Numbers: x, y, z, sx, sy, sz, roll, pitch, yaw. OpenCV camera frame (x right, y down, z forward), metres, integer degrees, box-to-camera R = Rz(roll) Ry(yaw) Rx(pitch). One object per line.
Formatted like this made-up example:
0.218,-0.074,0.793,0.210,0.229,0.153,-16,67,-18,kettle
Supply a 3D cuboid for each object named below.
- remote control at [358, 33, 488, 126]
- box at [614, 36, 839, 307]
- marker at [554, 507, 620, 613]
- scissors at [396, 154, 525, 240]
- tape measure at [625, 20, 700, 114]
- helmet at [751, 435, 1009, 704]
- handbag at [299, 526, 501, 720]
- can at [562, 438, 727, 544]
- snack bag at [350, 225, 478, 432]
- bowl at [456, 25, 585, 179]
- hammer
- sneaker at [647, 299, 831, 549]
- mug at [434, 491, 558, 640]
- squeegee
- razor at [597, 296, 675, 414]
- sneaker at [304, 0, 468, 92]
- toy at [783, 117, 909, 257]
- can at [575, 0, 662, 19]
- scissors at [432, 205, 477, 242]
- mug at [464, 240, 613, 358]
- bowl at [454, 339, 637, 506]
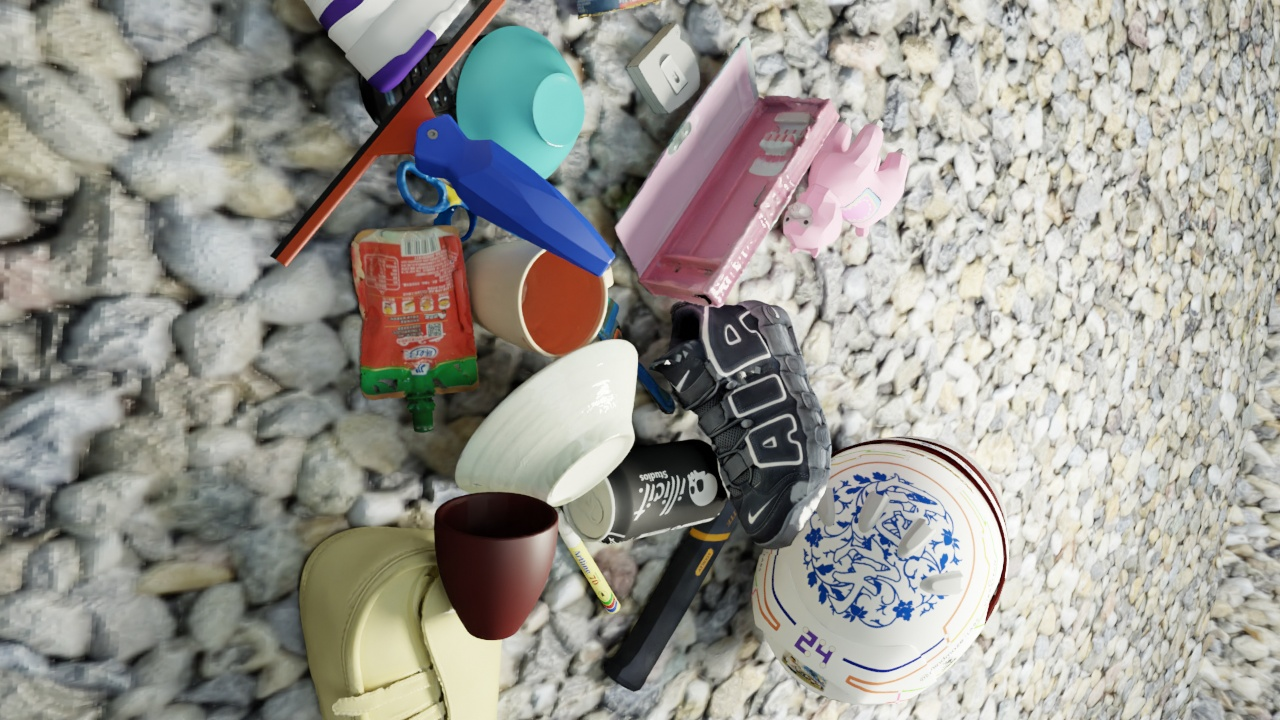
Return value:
-0.141,-0.210,0.676,0.140,0.021,0.045,-30,121,-38,remote control
0.071,-0.173,0.821,0.232,0.099,0.112,-57,134,-15,box
-0.051,0.186,0.846,0.014,0.014,0.132,-43,124,-26,marker
-0.127,-0.121,0.694,0.126,0.023,0.061,33,73,-45,scissors
0.024,-0.255,0.810,0.060,0.020,0.062,-52,128,-20,tape measure
0.255,0.203,0.956,0.314,0.231,0.236,-53,157,-10,helmet
-0.165,0.242,0.711,0.190,0.089,0.233,-5,102,-44,handbag
0.007,0.118,0.836,0.145,0.080,0.080,-4,102,-42,can
-0.166,-0.021,0.678,0.087,0.044,0.155,-6,104,-15,snack bag
-0.077,-0.192,0.700,0.120,0.046,0.121,-18,115,-45,bowl
0.059,0.186,0.930,0.312,0.035,0.139,-56,131,-17,hammer
0.076,0.040,0.822,0.150,0.097,0.252,14,52,-28,sneaker
-0.101,0.148,0.669,0.113,0.087,0.088,-38,134,-71,mug
-0.097,-0.118,0.626,0.185,0.055,0.249,35,74,-4,squeegee
-0.005,0.005,0.843,0.141,0.018,0.043,55,40,-37,razor
-0.144,-0.301,0.618,0.111,0.092,0.243,41,64,-22,sneaker
0.212,-0.172,0.964,0.123,0.067,0.157,31,83,-42,toy
-0.011,-0.316,0.744,0.099,0.054,0.059,-27,117,-34,can
-0.125,-0.142,0.713,0.130,0.014,0.115,-10,102,-44,scissors
-0.077,-0.056,0.709,0.111,0.104,0.085,-24,115,-36,mug
-0.055,0.065,0.720,0.176,0.058,0.177,-36,160,-15,bowl
